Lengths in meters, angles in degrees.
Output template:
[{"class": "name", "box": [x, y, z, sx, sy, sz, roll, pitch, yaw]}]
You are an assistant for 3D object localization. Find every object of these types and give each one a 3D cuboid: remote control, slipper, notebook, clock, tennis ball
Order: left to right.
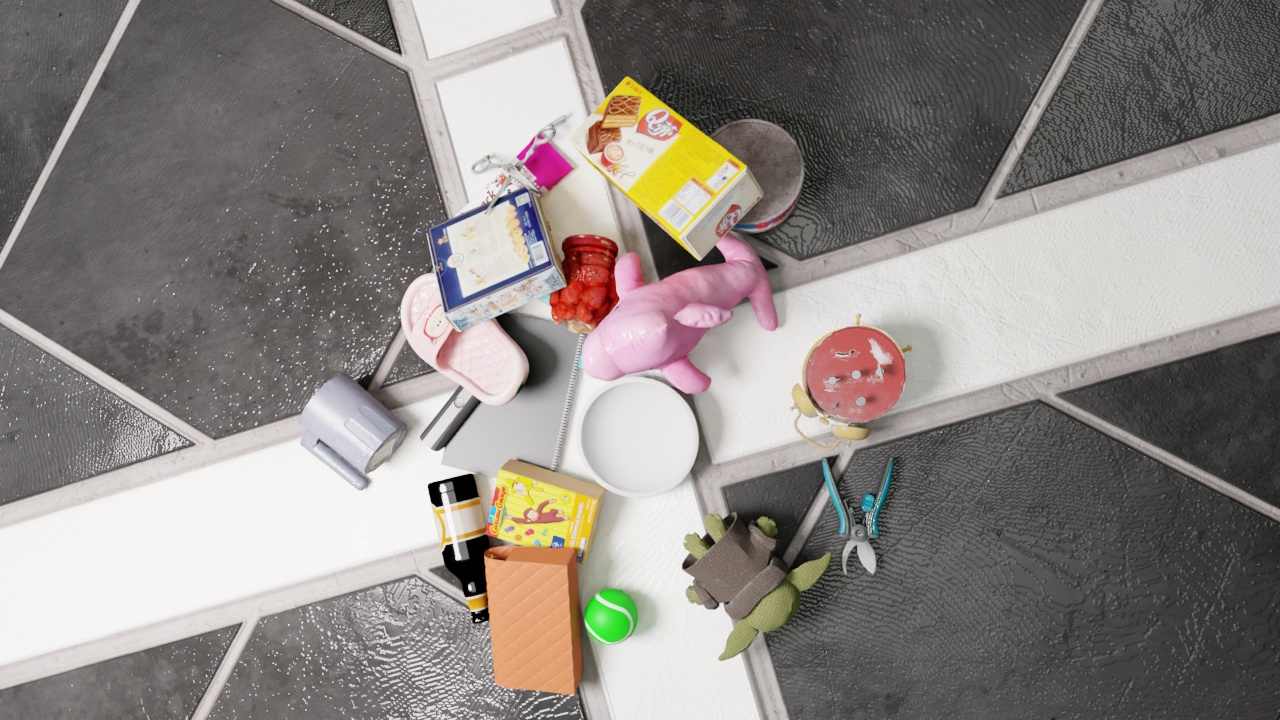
[{"class": "slipper", "box": [-0.223, -0.025, 1.133, 0.221, 0.055, 0.107, 40, 97, 26]}, {"class": "remote control", "box": [-0.223, 0.050, 1.155, 0.033, 0.015, 0.147, 39, 94, 9]}, {"class": "notebook", "box": [-0.160, 0.047, 1.161, 0.149, 0.016, 0.206, 12, 90, 9]}, {"class": "tennis ball", "box": [-0.036, 0.310, 1.109, 0.065, 0.065, 0.065, 0, 88, 8]}, {"class": "clock", "box": [0.241, 0.031, 1.073, 0.117, 0.081, 0.159, 33, 92, 8]}]

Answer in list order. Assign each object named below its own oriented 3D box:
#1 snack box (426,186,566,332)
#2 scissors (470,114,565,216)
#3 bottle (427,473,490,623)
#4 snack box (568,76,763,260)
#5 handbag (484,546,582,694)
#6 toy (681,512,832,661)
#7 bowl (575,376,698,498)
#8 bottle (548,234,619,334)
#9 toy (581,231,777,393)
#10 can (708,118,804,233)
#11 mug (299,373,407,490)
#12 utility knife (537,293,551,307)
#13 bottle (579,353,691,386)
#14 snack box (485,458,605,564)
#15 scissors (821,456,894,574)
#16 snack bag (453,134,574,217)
[{"class": "snack box", "box": [-0.175, -0.125, 1.103, 0.145, 0.042, 0.144, -23, 56, 5]}, {"class": "scissors", "box": [-0.151, -0.245, 1.138, 0.142, 0.014, 0.174, 19, 66, 36]}, {"class": "bottle", "box": [-0.217, 0.235, 1.139, 0.059, 0.059, 0.181, -14, 86, 7]}, {"class": "snack box", "box": [0.027, -0.229, 1.076, 0.110, 0.061, 0.230, -46, 57, 4]}, {"class": "handbag", "box": [-0.130, 0.311, 1.115, 0.109, 0.060, 0.172, 1, 105, 9]}, {"class": "toy", "box": [0.121, 0.251, 1.084, 0.179, 0.078, 0.153, -45, 91, 4]}, {"class": "bowl", "box": [-0.002, 0.090, 1.119, 0.149, 0.043, 0.149, 1, 99, 9]}, {"class": "bottle", "box": [-0.058, -0.089, 1.118, 0.099, 0.099, 0.111, 3, 75, 8]}, {"class": "toy", "box": [0.054, -0.055, 1.048, 0.265, 0.128, 0.186, -32, 96, -24]}, {"class": "can", "box": [0.132, -0.222, 1.111, 0.130, 0.044, 0.130, -1, 83, 7]}, {"class": "mug", "box": [-0.369, 0.095, 1.162, 0.104, 0.083, 0.124, 38, 117, 5]}, {"class": "utility knife", "box": [-0.165, -0.112, 1.167, 0.165, 0.015, 0.022, 32, 86, 10]}, {"class": "bottle", "box": [-0.007, 0.007, 1.127, 0.136, 0.044, 0.044, 5, 88, 8]}, {"class": "snack box", "box": [-0.116, 0.184, 1.125, 0.126, 0.040, 0.088, 16, 106, 8]}, {"class": "scissors", "box": [0.256, 0.174, 1.098, 0.124, 0.019, 0.155, 32, 91, 8]}, {"class": "snack bag", "box": [-0.178, -0.200, 1.168, 0.196, 0.016, 0.070, -43, 78, 3]}]
